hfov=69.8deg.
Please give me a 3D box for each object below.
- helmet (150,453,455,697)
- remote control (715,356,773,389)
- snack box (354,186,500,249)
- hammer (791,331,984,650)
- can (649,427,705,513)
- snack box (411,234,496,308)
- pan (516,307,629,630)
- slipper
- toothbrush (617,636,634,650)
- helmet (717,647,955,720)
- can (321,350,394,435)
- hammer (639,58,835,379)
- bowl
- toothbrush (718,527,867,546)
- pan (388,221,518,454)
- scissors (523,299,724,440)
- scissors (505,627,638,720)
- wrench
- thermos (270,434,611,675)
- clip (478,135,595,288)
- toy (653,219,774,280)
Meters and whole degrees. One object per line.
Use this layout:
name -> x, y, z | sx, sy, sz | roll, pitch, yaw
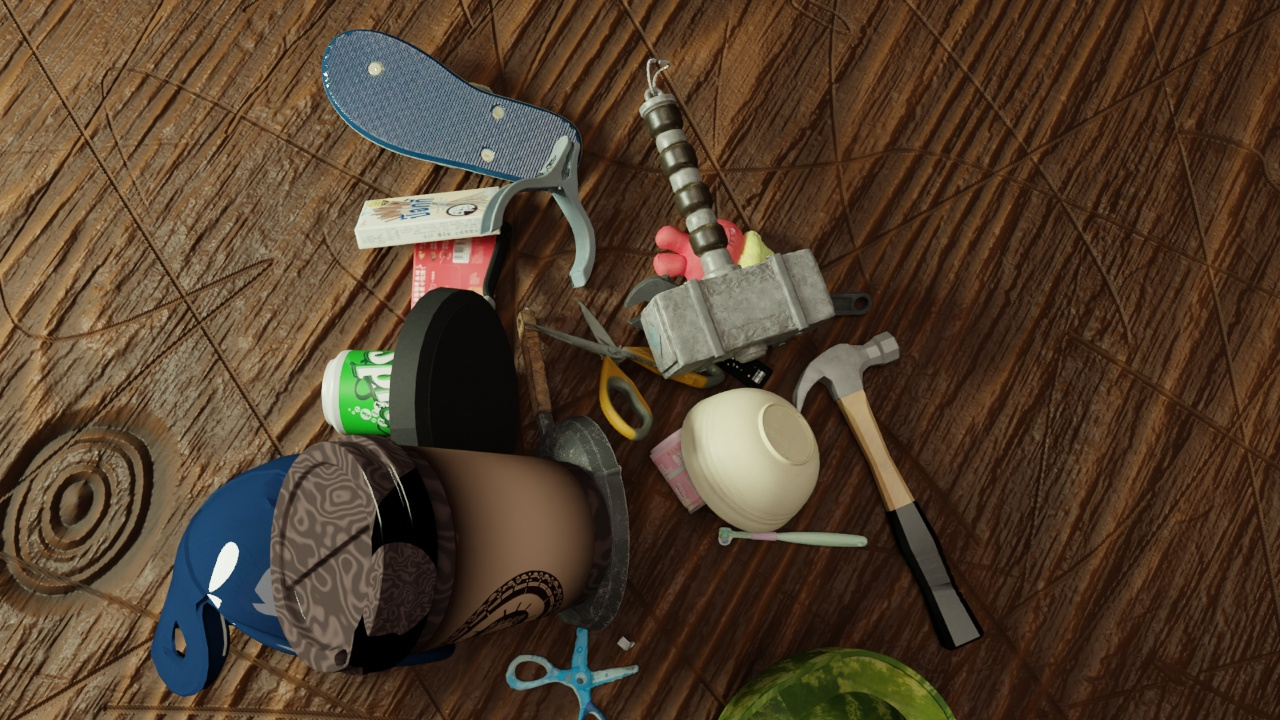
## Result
helmet -> -0.285, 0.198, 0.833 | 0.272, 0.232, 0.223 | 25, 90, 28
remote control -> 0.079, -0.016, 0.998 | 0.140, 0.009, 0.030 | 35, 81, 6
snack box -> -0.226, -0.155, 0.989 | 0.150, 0.081, 0.026 | -7, 123, -1
hammer -> 0.265, 0.137, 0.957 | 0.131, 0.039, 0.328 | -22, 80, -4
can -> 0.056, 0.108, 0.945 | 0.067, 0.067, 0.076 | -34, 82, -7
snack box -> -0.204, -0.074, 1.001 | 0.089, 0.021, 0.133 | 1, 79, 0
pan -> -0.089, 0.090, 0.907 | 0.040, 0.208, 0.356 | -2, 56, -27
slipper -> -0.209, -0.267, 1.023 | 0.295, 0.060, 0.118 | 19, 84, -10
toothbrush -> -0.014, 0.263, 0.855 | 0.010, 0.182, 0.010 | 39, 75, 10
helmet -> 0.163, 0.376, 0.808 | 0.242, 0.248, 0.213 | -16, 54, -44
can -> -0.247, 0.034, 0.946 | 0.140, 0.088, 0.087 | 1, 79, 0
hammer -> 0.056, -0.153, 0.928 | 0.176, 0.080, 0.326 | -18, 83, -15
bowl -> 0.122, 0.087, 0.907 | 0.150, 0.076, 0.150 | 21, 50, -27
toothbrush -> 0.159, 0.185, 0.957 | 0.155, 0.015, 0.022 | 2, 113, 0
pan -> -0.161, -0.010, 0.913 | 0.034, 0.225, 0.355 | -2, 52, 15
scissors -> -0.007, 0.005, 0.939 | 0.229, 0.016, 0.225 | 6, 36, -29
scissors -> -0.066, 0.334, 0.929 | 0.134, 0.011, 0.140 | -10, 79, -4
wrench -> 0.118, -0.059, 0.984 | 0.273, 0.018, 0.073 | -2, 113, -9
thermos -> -0.147, 0.145, 0.726 | 0.173, 0.225, 0.172 | -5, 83, 43
clip -> -0.106, -0.150, 0.973 | 0.165, 0.032, 0.164 | -28, 104, -41
toy -> 0.080, -0.110, 0.997 | 0.135, 0.045, 0.091 | 14, 83, -5
